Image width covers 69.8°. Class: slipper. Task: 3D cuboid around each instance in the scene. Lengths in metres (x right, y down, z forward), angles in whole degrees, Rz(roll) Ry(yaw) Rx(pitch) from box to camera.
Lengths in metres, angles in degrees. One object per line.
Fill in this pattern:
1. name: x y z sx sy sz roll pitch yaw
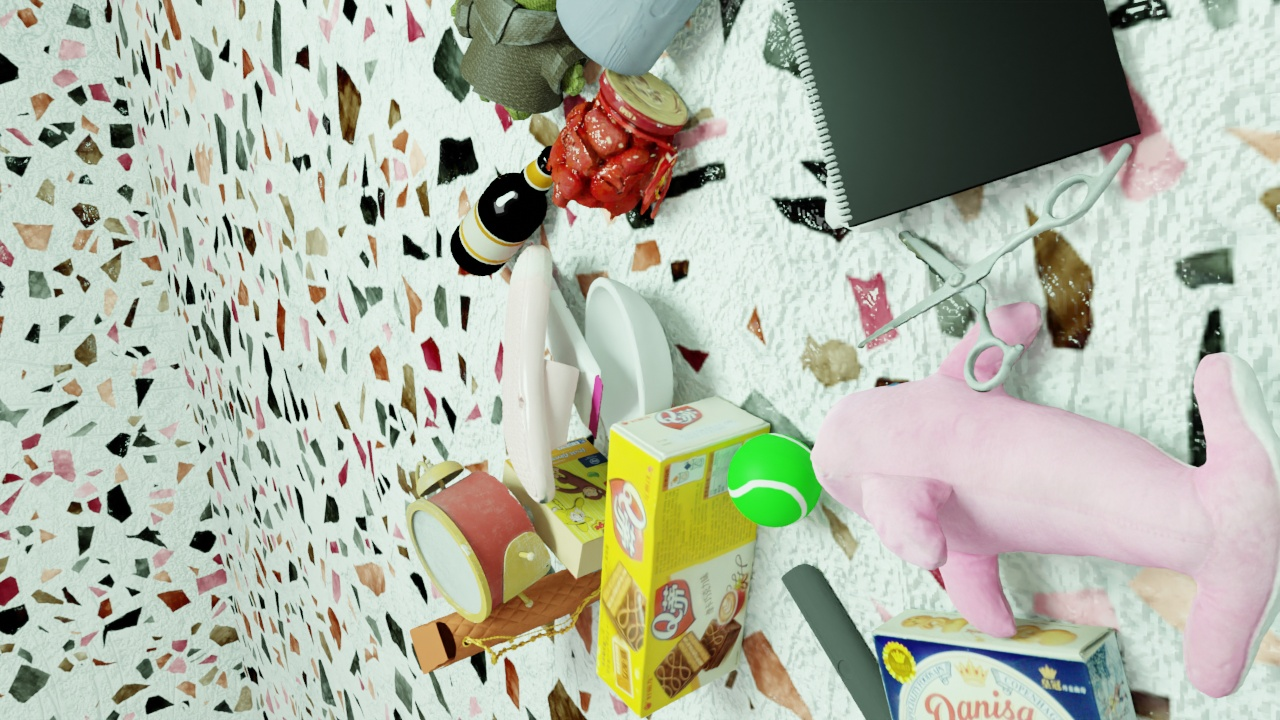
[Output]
1. slipper: -0.087 0.011 0.786 0.107 0.055 0.221 161 108 -70

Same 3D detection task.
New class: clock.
1. clock: -0.149 0.147 0.813 0.159 0.081 0.117 38 140 29

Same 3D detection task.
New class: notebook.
1. notebook: 0.148 -0.190 0.475 0.149 0.016 0.206 -16 89 31

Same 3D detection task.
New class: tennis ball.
1. tennis ball: 0.093 0.083 0.639 0.065 0.065 0.065 21 118 48

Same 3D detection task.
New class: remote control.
1. remote control: 0.148 0.213 0.652 0.146 0.015 0.033 59 140 21

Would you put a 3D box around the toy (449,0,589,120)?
1. toy: -0.095 -0.275 0.749 0.179 0.078 0.153 34 132 14

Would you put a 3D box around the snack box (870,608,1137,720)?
1. snack box: 0.218 0.227 0.542 0.145 0.042 0.145 -14 90 54

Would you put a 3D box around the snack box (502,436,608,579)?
1. snack box: -0.055 0.129 0.829 0.126 0.088 0.040 38 130 40

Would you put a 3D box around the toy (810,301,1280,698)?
1. toy: 0.175 0.066 0.470 0.266 0.127 0.187 9 103 53

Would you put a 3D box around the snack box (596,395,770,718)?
1. snack box: 0.029 0.151 0.708 0.062 0.109 0.230 29 123 45

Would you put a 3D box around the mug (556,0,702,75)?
1. mug: -0.004 -0.280 0.632 0.104 0.083 0.124 -40 66 46

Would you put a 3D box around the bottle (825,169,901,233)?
1. bottle: 0.132 -0.145 0.532 0.044 0.044 0.136 18 115 49

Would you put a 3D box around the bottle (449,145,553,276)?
1. bottle: -0.118 -0.141 0.849 0.182 0.059 0.059 -35 73 52

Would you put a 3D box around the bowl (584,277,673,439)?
1. bowl: -0.004 0.004 0.747 0.150 0.043 0.149 170 90 -72

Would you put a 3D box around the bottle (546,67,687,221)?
1. bottle: -0.016 -0.154 0.693 0.111 0.098 0.099 -50 61 36

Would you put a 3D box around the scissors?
1. scissors: 0.183 -0.048 0.484 0.176 0.014 0.141 -41 33 35

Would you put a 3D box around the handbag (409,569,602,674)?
1. handbag: -0.118 0.248 0.881 0.109 0.171 0.060 -38 71 51

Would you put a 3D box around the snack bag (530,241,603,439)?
1. snack bag: -0.070 -0.022 0.827 0.070 0.016 0.196 98 153 -43
